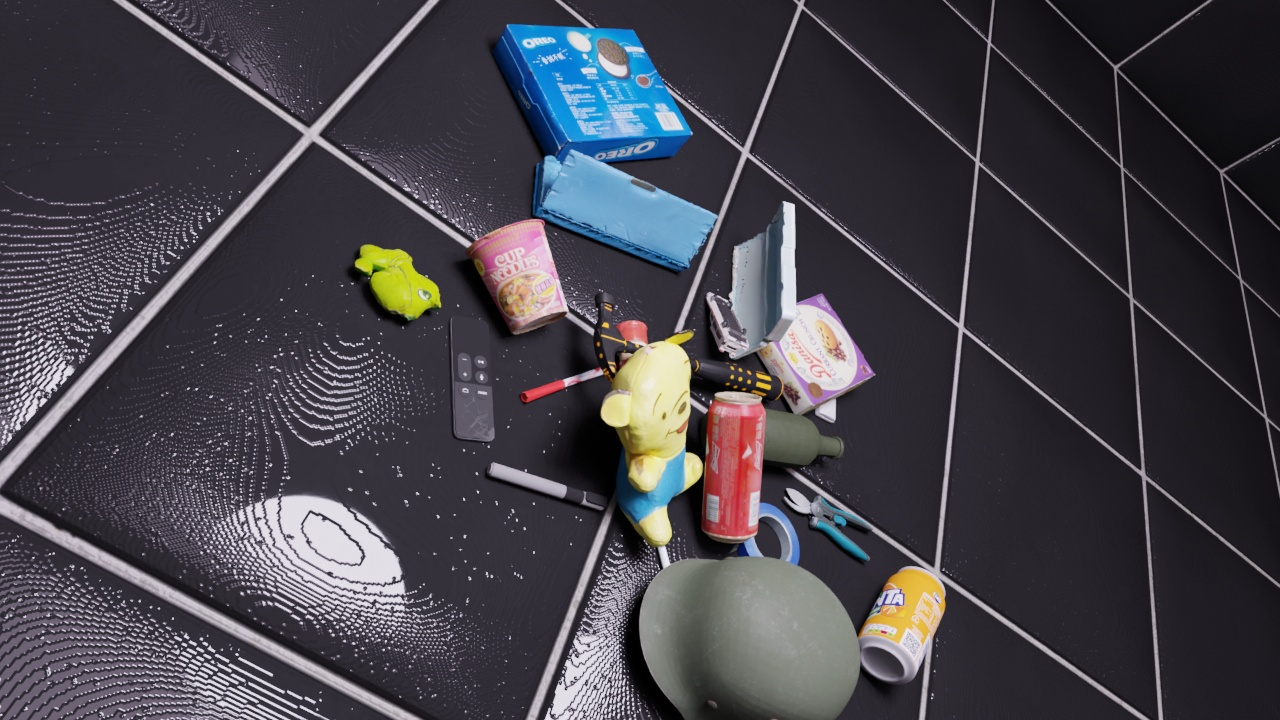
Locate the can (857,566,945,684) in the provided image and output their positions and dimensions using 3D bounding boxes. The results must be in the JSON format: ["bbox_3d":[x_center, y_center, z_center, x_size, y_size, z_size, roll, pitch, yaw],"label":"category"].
[{"bbox_3d":[0.329,0.332,1.157,0.079,0.079,0.142,49,47,-3],"label":"can"}]

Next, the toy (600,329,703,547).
[{"bbox_3d":[0.012,0.079,1.009,0.148,0.084,0.214,-54,144,-50],"label":"toy"}]

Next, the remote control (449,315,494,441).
[{"bbox_3d":[-0.184,0.019,1.004,0.045,0.008,0.146,10,60,-32],"label":"remote control"}]

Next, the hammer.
[{"bbox_3d":[0.067,0.010,1.143,0.320,0.036,0.123,16,57,-40],"label":"hammer"}]

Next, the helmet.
[{"bbox_3d":[0.133,0.302,0.976,0.267,0.154,0.226,28,51,-21],"label":"helmet"}]

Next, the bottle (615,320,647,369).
[{"bbox_3d":[-0.007,0.007,1.120,0.044,0.044,0.109,9,60,-33],"label":"bottle"}]

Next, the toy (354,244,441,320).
[{"bbox_3d":[-0.262,-0.086,0.990,0.094,0.036,0.093,8,54,-32],"label":"toy"}]

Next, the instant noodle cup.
[{"bbox_3d":[-0.135,-0.092,1.053,0.097,0.098,0.108,-19,84,-42],"label":"instant noodle cup"}]

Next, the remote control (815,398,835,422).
[{"bbox_3d":[0.271,0.029,1.334,0.033,0.012,0.130,27,52,-22],"label":"remote control"}]

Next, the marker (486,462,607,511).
[{"bbox_3d":[-0.100,0.137,0.993,0.140,0.016,0.016,22,54,-25],"label":"marker"}]

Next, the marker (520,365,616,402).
[{"bbox_3d":[-0.081,0.024,1.075,0.141,0.013,0.013,-19,77,-42],"label":"marker"}]

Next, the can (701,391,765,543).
[{"bbox_3d":[0.108,0.124,1.071,0.067,0.067,0.170,-4,101,-38],"label":"can"}]

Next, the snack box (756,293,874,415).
[{"bbox_3d":[0.240,-0.010,1.302,0.147,0.041,0.143,-21,75,-38],"label":"snack box"}]

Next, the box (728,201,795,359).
[{"bbox_3d":[0.171,-0.107,1.252,0.049,0.137,0.196,22,54,-23],"label":"box"}]

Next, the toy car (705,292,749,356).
[{"bbox_3d":[0.112,-0.048,1.238,0.039,0.039,0.113,23,26,-25],"label":"toy car"}]

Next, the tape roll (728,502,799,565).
[{"bbox_3d":[0.156,0.224,1.133,0.093,0.016,0.091,37,48,-14],"label":"tape roll"}]

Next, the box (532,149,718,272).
[{"bbox_3d":[-0.015,-0.205,1.195,0.231,0.102,0.094,19,56,-27],"label":"box"}]

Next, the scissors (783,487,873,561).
[{"bbox_3d":[0.255,0.213,1.213,0.153,0.019,0.128,-9,69,-38],"label":"scissors"}]

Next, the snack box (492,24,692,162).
[{"bbox_3d":[-0.064,-0.373,1.283,0.238,0.056,0.195,-16,73,-41],"label":"snack box"}]

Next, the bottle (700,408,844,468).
[{"bbox_3d":[0.177,0.101,1.183,0.206,0.072,0.071,11,59,-32],"label":"bottle"}]

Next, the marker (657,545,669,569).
[{"bbox_3d":[0.034,0.252,1.031,0.011,0.011,0.152,0,65,-37],"label":"marker"}]
